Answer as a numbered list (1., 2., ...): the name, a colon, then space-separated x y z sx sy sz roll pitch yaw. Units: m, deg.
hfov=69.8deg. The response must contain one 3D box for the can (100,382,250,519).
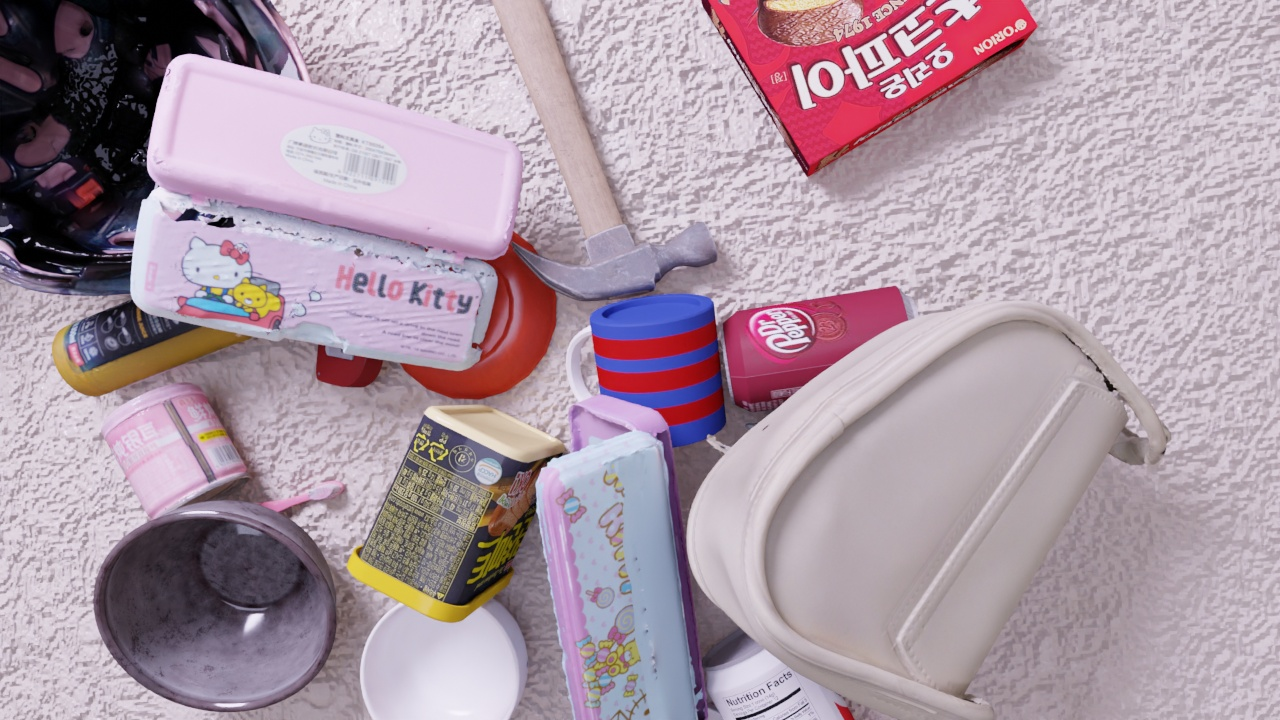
1. can: -0.311 0.062 0.615 0.067 0.067 0.076 -31 87 7

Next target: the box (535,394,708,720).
1. box: -0.022 0.136 0.518 0.090 0.092 0.214 15 119 49

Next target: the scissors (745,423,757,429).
1. scissors: 0.145 0.050 0.565 0.150 0.019 0.121 32 120 -8

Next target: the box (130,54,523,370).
1. box: -0.174 -0.078 0.525 0.201 0.059 0.155 11 94 -20

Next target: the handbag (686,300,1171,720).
1. handbag: 0.142 0.069 0.481 0.184 0.132 0.228 42 77 -10

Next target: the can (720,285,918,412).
1. can: 0.109 -0.006 0.557 0.114 0.063 0.063 -9 89 8

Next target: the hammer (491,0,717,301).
1. hammer: -0.064 -0.194 0.592 0.119 0.031 0.331 -20 86 -4

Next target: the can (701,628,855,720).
1. can: 0.096 0.228 0.557 0.070 0.070 0.132 -30 86 7

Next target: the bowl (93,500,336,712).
1. bowl: -0.264 0.148 0.597 0.145 0.067 0.145 -1 109 -3

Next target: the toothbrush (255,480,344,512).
1. toothbrush: -0.268 0.106 0.635 0.135 0.016 0.021 -18 89 7

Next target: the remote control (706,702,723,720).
1. remote control: 0.020 0.286 0.597 0.050 0.011 0.136 20 93 8

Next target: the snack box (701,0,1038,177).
1. snack box: 0.136 -0.213 0.565 0.152 0.036 0.132 -31 86 7

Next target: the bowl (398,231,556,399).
1. bowl: -0.118 -0.034 0.603 0.122 0.035 0.122 0 90 8

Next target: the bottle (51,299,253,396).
1. bottle: -0.299 -0.029 0.619 0.186 0.053 0.053 -20 88 8

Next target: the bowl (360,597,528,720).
1. bowl: -0.123 0.197 0.596 0.105 0.054 0.105 0 90 6

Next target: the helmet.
1. helmet: -0.323 -0.152 0.570 0.255 0.152 0.230 18 88 -10

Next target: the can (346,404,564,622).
1. can: -0.104 0.085 0.555 0.072 0.130 0.101 25 91 7

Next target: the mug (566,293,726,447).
1. mug: -0.003 0.003 0.567 0.112 0.074 0.076 6 111 39

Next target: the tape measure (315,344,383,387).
1. tape measure: -0.194 -0.012 0.612 0.051 0.019 0.059 9 92 34
